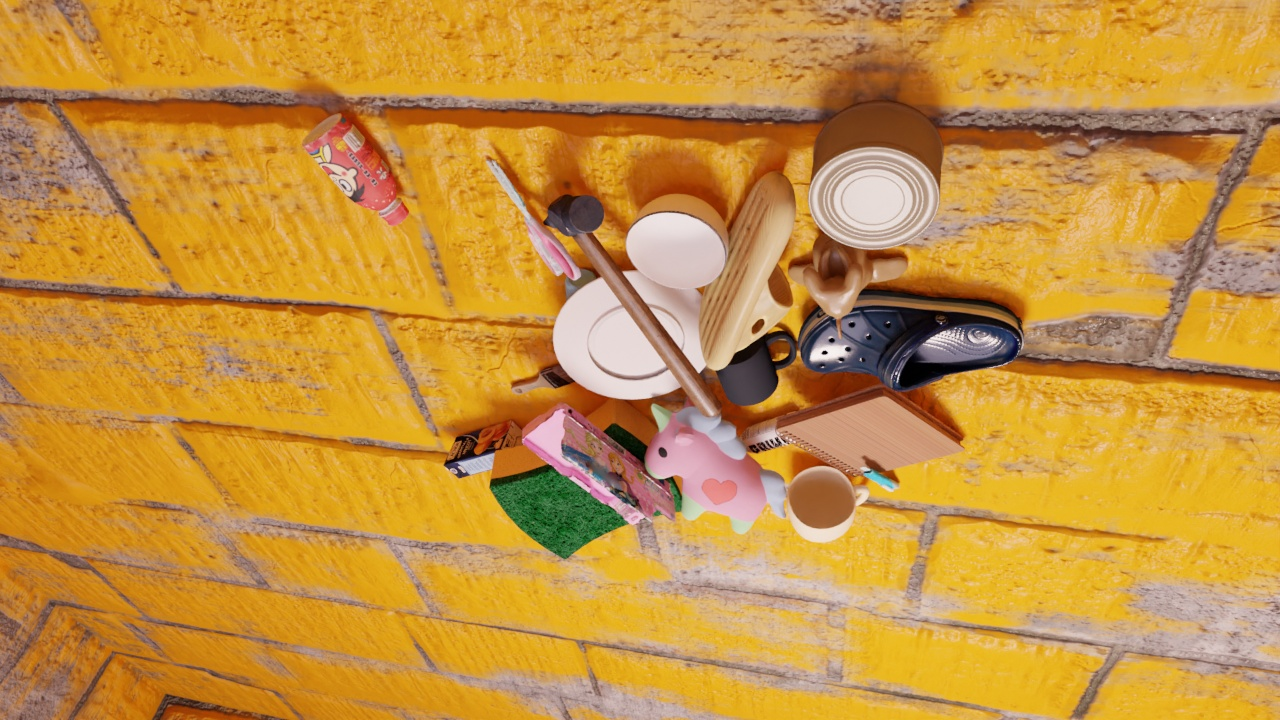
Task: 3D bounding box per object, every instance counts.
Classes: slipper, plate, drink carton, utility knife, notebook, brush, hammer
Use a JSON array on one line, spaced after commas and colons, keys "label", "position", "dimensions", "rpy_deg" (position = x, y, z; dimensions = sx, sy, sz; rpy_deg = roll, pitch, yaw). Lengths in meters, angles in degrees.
[{"label": "slipper", "position": [0.306, -0.018, 1.052], "dimensions": [0.253, 0.095, 0.105], "rpy_deg": [-1, 139, 16]}, {"label": "plate", "position": [-0.006, -0.024, 1.161], "dimensions": [0.208, 0.015, 0.209], "rpy_deg": [-2, 130, -2]}, {"label": "drink carton", "position": [-0.246, 0.141, 1.450], "dimensions": [0.130, 0.064, 0.040], "rpy_deg": [-18, 127, 33]}, {"label": "utility knife", "position": [0.332, 0.163, 1.274], "dimensions": [0.022, 0.015, 0.124], "rpy_deg": [-7, 158, 31]}, {"label": "notebook", "position": [0.296, 0.099, 1.196], "dimensions": [0.170, 0.022, 0.210], "rpy_deg": [-22, 143, 38]}, {"label": "brush", "position": [-0.077, 0.180, 1.373], "dimensions": [0.251, 0.075, 0.195], "rpy_deg": [-26, 125, 19]}, {"label": "hammer", "position": [-0.001, -0.056, 1.068], "dimensions": [0.322, 0.040, 0.129], "rpy_deg": [53, 166, -20]}, {"label": "slipper", "position": [0.133, -0.097, 1.026], "dimensions": [0.079, 0.111, 0.262], "rpy_deg": [2, 139, -16]}, {"label": "brush", "position": [-0.130, 0.026, 1.317], "dimensions": [0.152, 0.012, 0.039], "rpy_deg": [-18, 129, 36]}]

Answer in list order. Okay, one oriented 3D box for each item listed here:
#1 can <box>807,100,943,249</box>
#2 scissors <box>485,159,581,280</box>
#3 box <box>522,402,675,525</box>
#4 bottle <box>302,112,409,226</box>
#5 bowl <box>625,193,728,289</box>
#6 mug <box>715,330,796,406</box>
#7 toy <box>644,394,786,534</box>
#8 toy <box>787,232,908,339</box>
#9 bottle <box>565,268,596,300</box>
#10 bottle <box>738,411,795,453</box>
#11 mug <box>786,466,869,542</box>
[{"label": "can", "position": [0.231, -0.180, 0.904], "dimensions": [0.128, 0.073, 0.128], "rpy_deg": [10, 140, 8]}, {"label": "scissors", "position": [-0.136, -0.167, 1.083], "dimensions": [0.179, 0.016, 0.105], "rpy_deg": [52, 166, -16]}, {"label": "box", "position": [-0.055, 0.166, 1.243], "dimensions": [0.087, 0.105, 0.230], "rpy_deg": [-36, 121, 24]}, {"label": "bottle", "position": [-0.324, -0.216, 1.069], "dimensions": [0.062, 0.061, 0.137], "rpy_deg": [-13, 131, 31]}, {"label": "bowl", "position": [0.045, -0.140, 1.023], "dimensions": [0.113, 0.063, 0.114], "rpy_deg": [10, 140, 8]}, {"label": "mug", "position": [0.145, -0.001, 1.153], "dimensions": [0.105, 0.071, 0.077], "rpy_deg": [-23, 131, 4]}, {"label": "toy", "position": [0.107, 0.143, 1.251], "dimensions": [0.222, 0.119, 0.171], "rpy_deg": [17, 124, 3]}, {"label": "toy", "position": [0.216, -0.092, 0.993], "dimensions": [0.134, 0.108, 0.106], "rpy_deg": [-2, 120, 22]}, {"label": "bottle", "position": [-0.074, -0.059, 1.177], "dimensions": [0.040, 0.040, 0.130], "rpy_deg": [10, 140, 8]}, {"label": "bottle", "position": [0.175, 0.105, 1.277], "dimensions": [0.116, 0.041, 0.041], "rpy_deg": [-23, 126, 38]}, {"label": "mug", "position": [0.272, 0.210, 1.326], "dimensions": [0.120, 0.096, 0.100], "rpy_deg": [-16, 152, 1]}]
